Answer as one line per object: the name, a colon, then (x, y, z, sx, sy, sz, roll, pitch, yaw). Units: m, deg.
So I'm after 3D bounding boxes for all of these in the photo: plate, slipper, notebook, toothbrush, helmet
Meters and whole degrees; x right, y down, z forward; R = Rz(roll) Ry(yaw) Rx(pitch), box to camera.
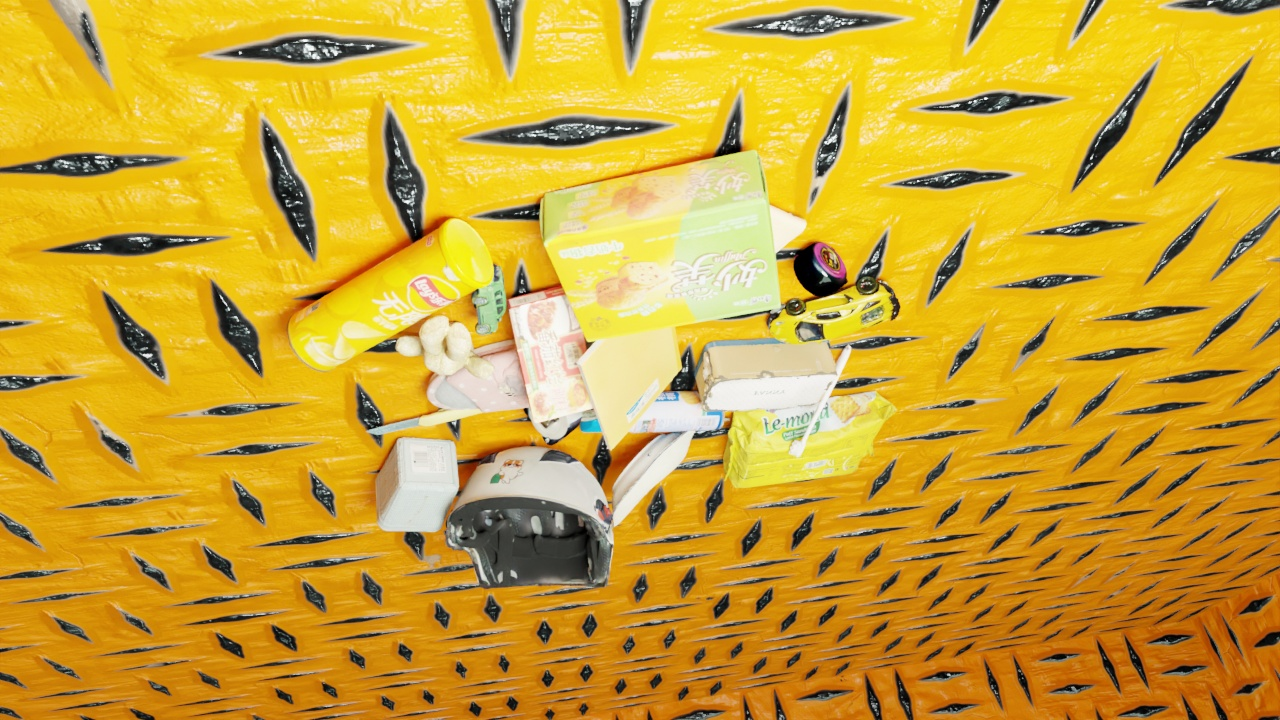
plate: (0.009, 0.156, 1.301, 0.164, 0.034, 0.164, -43, 166, -21)
slipper: (-0.120, 0.012, 1.073, 0.274, 0.054, 0.114, -19, 147, 9)
notebook: (-0.006, 0.006, 1.056, 0.145, 0.010, 0.206, -49, 154, -19)
toothbrush: (0.240, 0.056, 1.229, 0.016, 0.016, 0.180, 14, 118, -13)
helmet: (-0.143, 0.205, 1.274, 0.230, 0.156, 0.274, -5, 138, 11)

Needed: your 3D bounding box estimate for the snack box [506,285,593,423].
snack box: (-0.096, -0.006, 1.009, 0.075, 0.025, 0.153, -14, 124, -9)

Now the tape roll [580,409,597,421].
tape roll: (-0.071, 0.052, 1.189, 0.086, 0.013, 0.086, -8, 148, -5)

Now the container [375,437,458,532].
container: (-0.296, 0.164, 1.229, 0.089, 0.090, 0.112, 7, 141, -27)

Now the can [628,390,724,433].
can: (0.040, 0.067, 1.209, 0.134, 0.053, 0.053, -1, 147, -16)

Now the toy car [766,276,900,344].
toy car: (0.229, -0.053, 1.093, 0.156, 0.041, 0.071, -14, 147, 8)

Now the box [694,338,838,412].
box: (0.164, 0.017, 1.166, 0.184, 0.062, 0.090, -3, 148, -16)

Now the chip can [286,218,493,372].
chip can: (-0.248, -0.062, 0.905, 0.214, 0.072, 0.072, -25, 145, 23)

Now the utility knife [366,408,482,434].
utility knife: (-0.239, 0.069, 1.159, 0.216, 0.022, 0.031, -18, 147, -2)

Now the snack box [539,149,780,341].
snack box: (0.025, -0.106, 0.891, 0.210, 0.070, 0.158, -9, 143, 9)

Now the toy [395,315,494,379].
toy: (-0.201, -0.017, 0.957, 0.105, 0.066, 0.157, 11, 172, -8)

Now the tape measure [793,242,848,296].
tape measure: (0.194, -0.097, 0.996, 0.057, 0.057, 0.039, 7, 146, -41)

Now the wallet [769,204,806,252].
wallet: (0.100, -0.133, 0.943, 0.115, 0.024, 0.088, 14, 142, -35)

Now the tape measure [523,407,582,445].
tape measure: (-0.108, 0.065, 1.148, 0.066, 0.066, 0.033, -42, 173, 38)

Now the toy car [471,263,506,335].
toy car: (-0.158, -0.064, 0.953, 0.036, 0.043, 0.091, -4, 148, -12)

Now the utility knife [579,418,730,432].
utility knife: (0.026, 0.086, 1.268, 0.218, 0.018, 0.034, -1, 164, -18)

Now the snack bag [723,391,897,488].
snack bag: (0.239, 0.122, 1.345, 0.246, 0.068, 0.158, -8, 148, -7)
